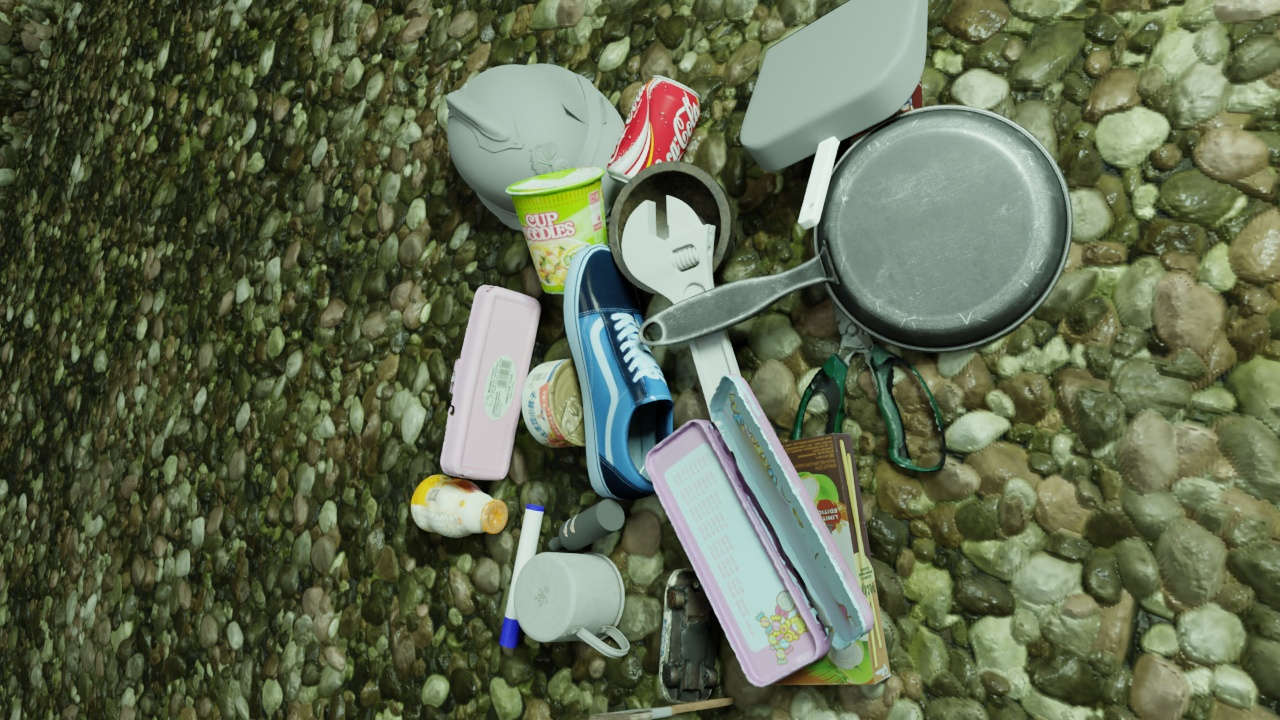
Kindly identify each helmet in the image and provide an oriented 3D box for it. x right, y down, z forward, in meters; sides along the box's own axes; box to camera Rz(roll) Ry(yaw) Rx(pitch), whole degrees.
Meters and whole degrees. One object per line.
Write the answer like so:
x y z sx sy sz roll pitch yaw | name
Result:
-0.141 -0.243 0.984 0.271 0.117 0.183 39 104 35 | helmet

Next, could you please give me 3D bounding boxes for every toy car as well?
0.041 0.235 0.786 0.041 0.048 0.112 161 117 -67 | toy car

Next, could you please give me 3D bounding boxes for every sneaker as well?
-0.005 0.005 0.840 0.098 0.083 0.241 -15 79 48 | sneaker

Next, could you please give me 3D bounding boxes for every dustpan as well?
0.150 -0.205 0.738 0.164 0.033 0.256 -19 39 42 | dustpan

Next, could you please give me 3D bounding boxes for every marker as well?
-0.120 0.218 0.930 0.020 0.020 0.141 7 85 39 | marker

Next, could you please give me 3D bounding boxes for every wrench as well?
0.050 -0.014 0.807 0.087 0.018 0.273 -18 84 26 | wrench

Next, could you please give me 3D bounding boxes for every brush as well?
0.028 0.274 0.722 0.045 0.143 0.008 -23 65 41 | brush

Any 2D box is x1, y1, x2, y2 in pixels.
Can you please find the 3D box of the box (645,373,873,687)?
0.089 0.130 0.707 0.150 0.048 0.214 -52 57 45 | box

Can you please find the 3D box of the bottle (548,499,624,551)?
-0.057 0.163 0.874 0.113 0.030 0.030 -37 58 48 | bottle

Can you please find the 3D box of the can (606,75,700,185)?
0.014 -0.216 0.891 0.064 0.064 0.105 29 98 38 | can

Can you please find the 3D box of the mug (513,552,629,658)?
-0.059 0.229 0.848 0.084 0.070 0.113 -55 52 15 | mug

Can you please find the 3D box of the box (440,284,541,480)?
-0.174 0.022 0.981 0.103 0.086 0.201 7 85 51 | box

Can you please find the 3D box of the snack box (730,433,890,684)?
0.129 0.158 0.727 0.101 0.031 0.186 -14 78 35 | snack box

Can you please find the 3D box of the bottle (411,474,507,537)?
-0.191 0.157 0.973 0.109 0.063 0.063 4 83 36 | bottle

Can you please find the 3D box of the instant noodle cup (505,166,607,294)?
-0.073 -0.127 0.906 0.099 0.098 0.108 7 117 39 | instant noodle cup

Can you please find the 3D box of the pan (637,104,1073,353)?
0.149 -0.074 0.726 0.358 0.055 0.187 -19 84 21 | pan

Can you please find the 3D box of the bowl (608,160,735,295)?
0.037 -0.120 0.854 0.121 0.056 0.121 1 92 27 | bowl

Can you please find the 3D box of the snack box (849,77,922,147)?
0.203 -0.184 0.756 0.051 0.031 0.140 -7 76 37 | snack box

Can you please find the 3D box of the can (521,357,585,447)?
-0.071 0.042 0.888 0.043 0.086 0.086 -9 75 38 | can

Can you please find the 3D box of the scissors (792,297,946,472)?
0.192 0.004 0.734 0.147 0.015 0.209 6 85 42 | scissors
